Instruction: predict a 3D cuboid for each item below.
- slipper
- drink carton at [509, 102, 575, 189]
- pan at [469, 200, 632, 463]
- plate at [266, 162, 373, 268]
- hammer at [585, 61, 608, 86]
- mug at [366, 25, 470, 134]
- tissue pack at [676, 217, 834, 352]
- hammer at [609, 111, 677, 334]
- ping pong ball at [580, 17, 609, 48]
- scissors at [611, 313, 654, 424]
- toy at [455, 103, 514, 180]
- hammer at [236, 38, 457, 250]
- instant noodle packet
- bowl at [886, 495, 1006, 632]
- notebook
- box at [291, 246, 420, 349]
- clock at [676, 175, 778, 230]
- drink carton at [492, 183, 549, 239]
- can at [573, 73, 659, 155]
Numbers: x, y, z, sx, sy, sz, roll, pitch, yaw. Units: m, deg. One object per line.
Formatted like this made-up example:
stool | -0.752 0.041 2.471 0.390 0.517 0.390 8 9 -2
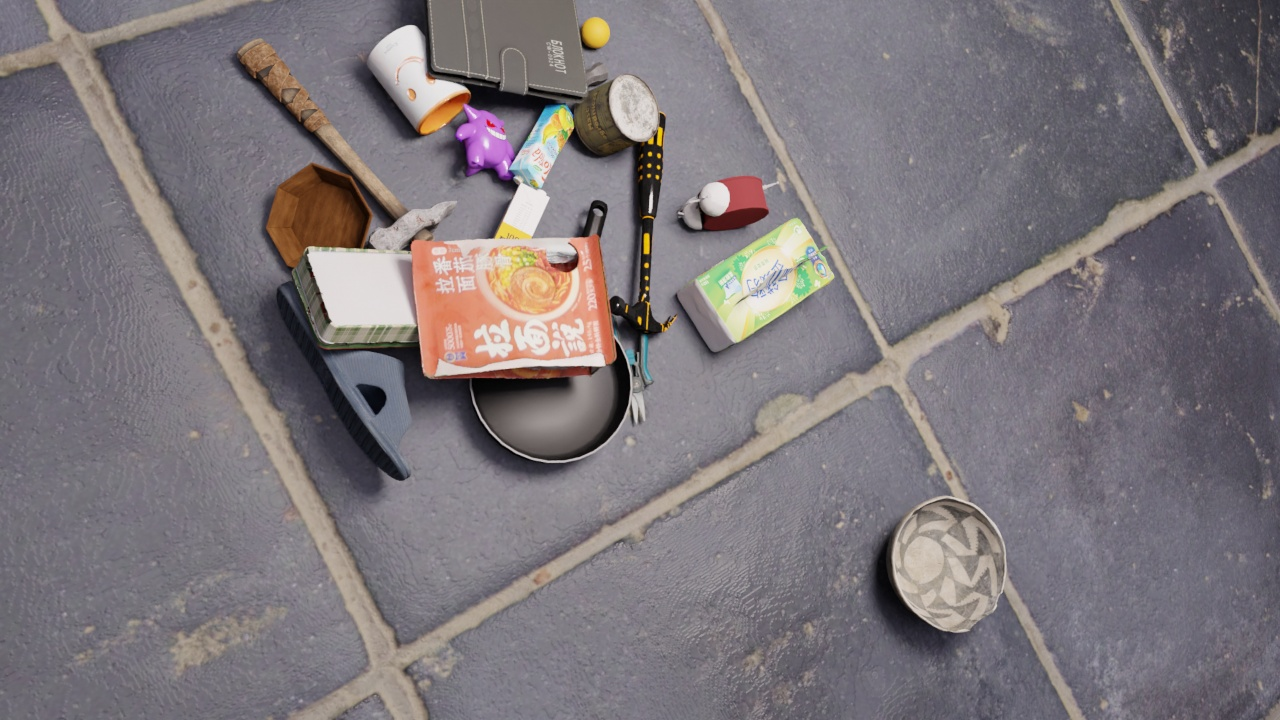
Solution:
slipper | -0.320 0.015 1.053 0.082 0.101 0.263 -31 85 -30
drink carton | -0.126 -0.278 1.191 0.044 0.039 0.128 56 48 -45
pan | -0.096 -0.041 1.165 0.204 0.044 0.355 18 71 -13
plate | -0.371 -0.162 1.074 0.131 0.025 0.131 1 95 11
hammer | -0.160 -0.492 1.226 0.110 0.028 0.300 -31 95 -28
mug | -0.276 -0.348 1.143 0.082 0.082 0.105 -39 93 -22
tissue pack | 0.169 -0.109 1.224 0.197 0.142 0.120 -40 94 -22
hammer | 0.012 -0.189 1.230 0.123 0.036 0.320 22 65 -46
ping pong ball | -0.062 -0.451 1.263 0.040 0.040 0.040 4 78 -19
scissors | -0.014 0.003 1.202 0.144 0.019 0.126 42 78 0
toy | -0.200 -0.278 1.170 0.106 0.056 0.088 10 79 -54
hammer | -0.366 -0.261 1.116 0.319 0.049 0.121 48 65 -3
instant noodle packet | -0.152 -0.061 1.069 0.220 0.084 0.164 -2 78 -26
bowl | 0.407 0.278 1.266 0.178 0.081 0.178 3 80 -18
notebook | -0.170 -0.412 1.161 0.208 0.030 0.169 1 72 -28
box | -0.282 -0.070 1.050 0.205 0.050 0.117 -6 60 -43
clock | 0.116 -0.213 1.251 0.137 0.096 0.048 -7 81 -24
drink carton | -0.160 -0.160 1.159 0.040 0.059 0.122 26 72 -14
can | -0.032 -0.324 1.216 0.089 0.075 0.090 7 80 -43
